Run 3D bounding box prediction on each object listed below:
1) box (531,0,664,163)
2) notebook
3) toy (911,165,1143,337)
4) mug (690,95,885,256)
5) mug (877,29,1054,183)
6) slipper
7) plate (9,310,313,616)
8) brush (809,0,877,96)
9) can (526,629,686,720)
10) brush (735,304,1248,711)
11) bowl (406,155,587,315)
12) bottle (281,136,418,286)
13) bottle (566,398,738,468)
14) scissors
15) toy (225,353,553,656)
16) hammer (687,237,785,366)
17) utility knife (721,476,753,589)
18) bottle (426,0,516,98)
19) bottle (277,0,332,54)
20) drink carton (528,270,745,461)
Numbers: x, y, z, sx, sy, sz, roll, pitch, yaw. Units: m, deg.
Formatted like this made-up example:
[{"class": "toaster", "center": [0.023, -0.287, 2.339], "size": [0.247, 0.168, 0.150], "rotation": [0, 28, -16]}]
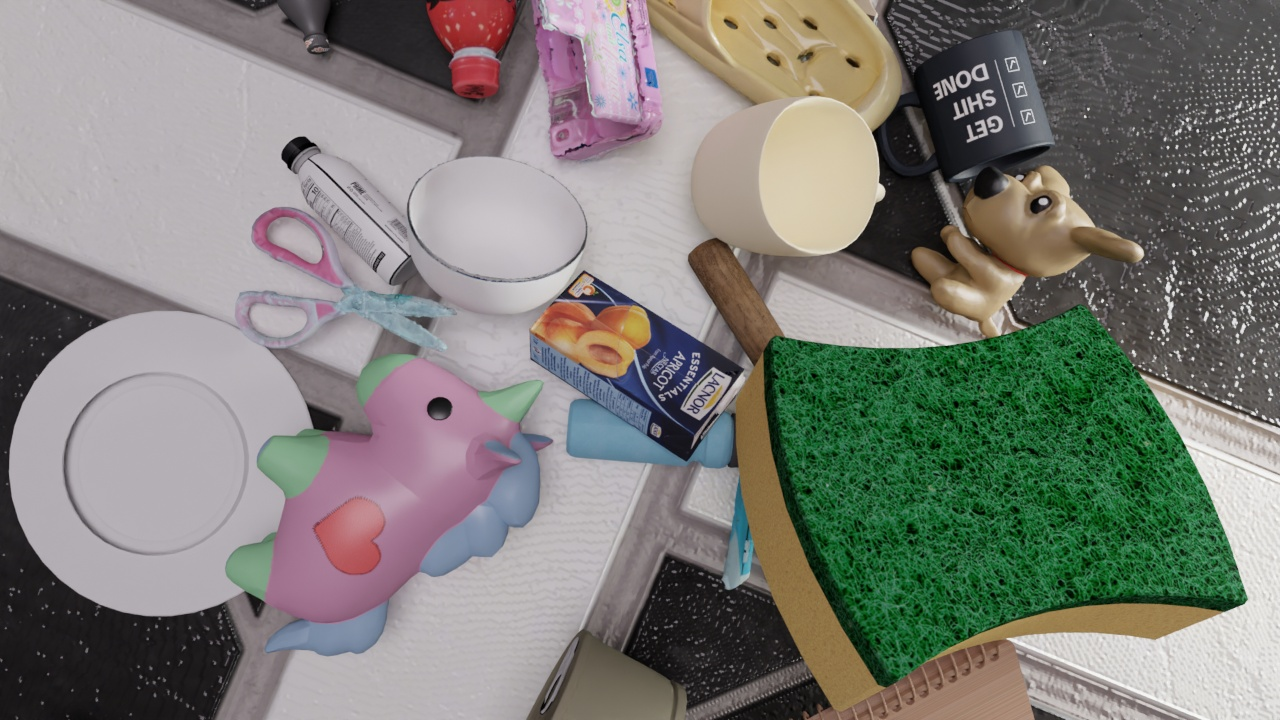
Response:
[{"class": "box", "center": [-0.059, -0.252, 0.584], "size": [0.087, 0.105, 0.230], "rotation": [-10, 87, 40]}, {"class": "notebook", "center": [0.149, 0.264, 0.577], "size": [0.210, 0.022, 0.169], "rotation": [-27, 120, -2]}, {"class": "toy", "center": [0.243, -0.074, 0.605], "size": [0.105, 0.134, 0.108], "rotation": [36, 115, -21]}, {"class": "mug", "center": [0.094, -0.115, 0.598], "size": [0.120, 0.100, 0.096], "rotation": [4, 95, -29]}, {"class": "mug", "center": [0.214, -0.163, 0.621], "size": [0.105, 0.071, 0.077], "rotation": [-17, 87, 25]}, {"class": "slipper", "center": [0.066, -0.249, 0.606], "size": [0.261, 0.079, 0.111], "rotation": [45, 95, 4]}, {"class": "plate", "center": [-0.327, 0.070, 0.623], "size": [0.208, 0.015, 0.208], "rotation": [0, 88, -1]}, {"class": "brush", "center": [0.148, -0.242, 0.645], "size": [0.039, 0.012, 0.151], "rotation": [15, 86, 1]}, {"class": "can", "center": [-0.033, 0.241, 0.565], "size": [0.073, 0.128, 0.127], "rotation": [29, 87, -2]}, {"class": "brush", "center": [0.192, 0.077, 0.537], "size": [0.250, 0.075, 0.194], "rotation": [-6, 60, -16]}, {"class": "bowl", "center": [-0.095, -0.073, 0.598], "size": [0.113, 0.063, 0.113], "rotation": [8, 51, -11]}, {"class": "bottle", "center": [-0.195, -0.104, 0.620], "size": [0.116, 0.041, 0.041], "rotation": [45, 87, 1]}, {"class": "bottle", "center": [0.016, 0.050, 0.617], "size": [0.130, 0.040, 0.040], "rotation": [5, 87, -1]}, {"class": "scissors", "center": [-0.198, -0.027, 0.604], "size": [0.179, 0.016, 0.105], "rotation": [27, 99, 16]}, {"class": "toy", "center": [-0.157, 0.099, 0.583], "size": [0.171, 0.120, 0.222], "rotation": [18, 93, 4]}, {"class": "hammer", "center": [0.125, 0.057, 0.611], "size": [0.129, 0.040, 0.321], "rotation": [-29, 83, -21]}, {"class": "utility knife", "center": [0.069, 0.094, 0.607], "size": [0.022, 0.015, 0.124], "rotation": [-12, 116, -39]}, {"class": "bottle", "center": [-0.114, -0.248, 0.617], "size": [0.062, 0.062, 0.137], "rotation": [-3, 86, -1]}, {"class": "bottle", "center": [-0.234, -0.265, 0.628], "size": [0.036, 0.036, 0.110], "rotation": [-16, 88, -2]}, {"class": "drink carton", "center": [-0.003, 0.003, 0.595], "size": [0.130, 0.040, 0.064], "rotation": [33, 63, 14]}]
